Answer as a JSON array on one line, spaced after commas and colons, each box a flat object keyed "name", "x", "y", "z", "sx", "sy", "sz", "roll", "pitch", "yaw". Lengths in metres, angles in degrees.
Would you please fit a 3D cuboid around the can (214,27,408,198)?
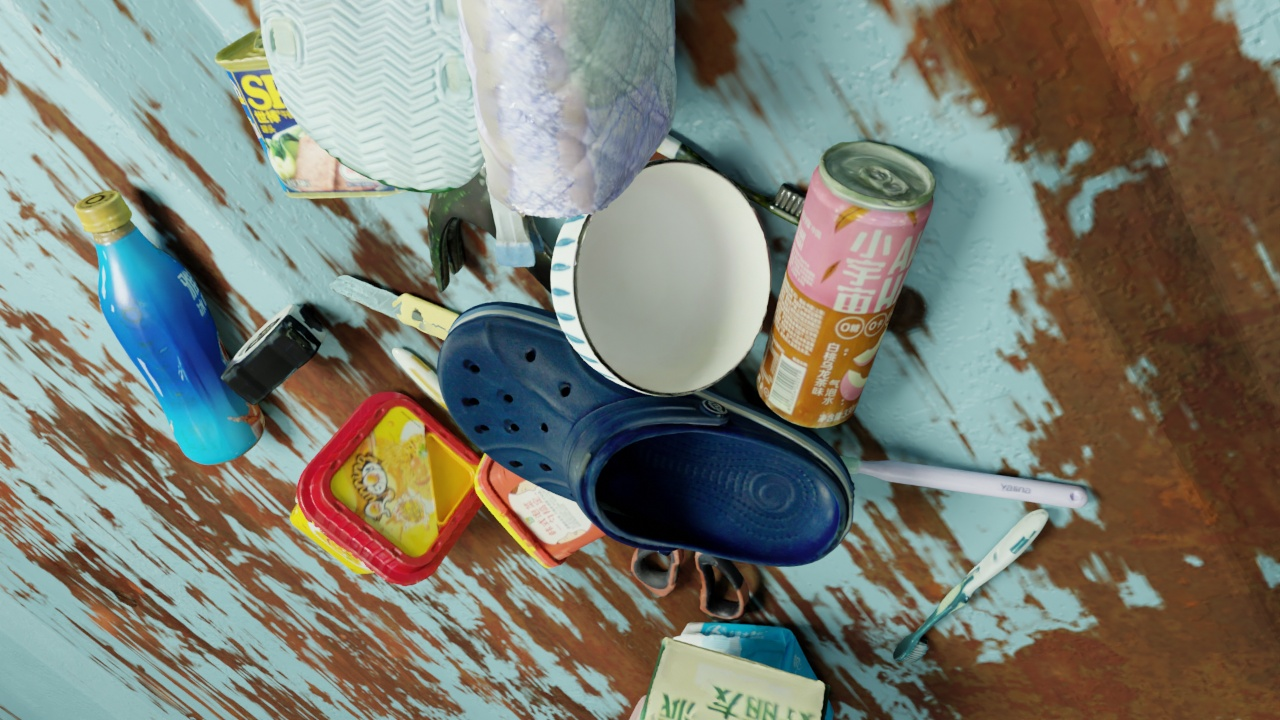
[{"name": "can", "x": -0.165, "y": -0.138, "z": 0.502, "sx": 0.102, "sy": 0.057, "sz": 0.083, "roll": 3, "pitch": 130, "yaw": 21}]

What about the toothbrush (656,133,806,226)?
[{"name": "toothbrush", "x": 0.007, "y": -0.118, "z": 0.473, "sx": 0.186, "sy": 0.012, "sz": 0.017, "roll": 28, "pitch": 128, "yaw": 0}]

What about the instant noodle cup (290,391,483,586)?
[{"name": "instant noodle cup", "x": -0.196, "y": 0.103, "z": 0.687, "sx": 0.116, "sy": 0.115, "sz": 0.124, "roll": 43, "pitch": 143, "yaw": -14}]

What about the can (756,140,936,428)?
[{"name": "can", "x": 0.101, "y": -0.034, "z": 0.470, "sx": 0.058, "sy": 0.057, "sz": 0.148, "roll": 17, "pitch": 133, "yaw": 10}]

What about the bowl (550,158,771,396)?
[{"name": "bowl", "x": 0.003, "y": -0.043, "z": 0.475, "sx": 0.116, "sy": 0.116, "sz": 0.066, "roll": 55, "pitch": 160, "yaw": -23}]

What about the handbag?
[{"name": "handbag", "x": -0.028, "y": -0.171, "z": 0.361, "sx": 0.076, "sy": 0.133, "sz": 0.194, "roll": 9, "pitch": 131, "yaw": 18}]

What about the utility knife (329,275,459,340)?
[{"name": "utility knife", "x": -0.118, "y": -0.017, "z": 0.614, "sx": 0.198, "sy": 0.020, "sz": 0.031, "roll": 26, "pitch": 128, "yaw": 7}]

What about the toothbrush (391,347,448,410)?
[{"name": "toothbrush", "x": -0.111, "y": 0.059, "z": 0.668, "sx": 0.016, "sy": 0.018, "sz": 0.191, "roll": -31, "pitch": 111, "yaw": 37}]

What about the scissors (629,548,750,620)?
[{"name": "scissors", "x": 0.021, "y": 0.122, "z": 0.642, "sx": 0.205, "sy": 0.015, "sz": 0.198, "roll": 41, "pitch": 142, "yaw": -20}]

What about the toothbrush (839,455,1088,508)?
[{"name": "toothbrush", "x": 0.165, "y": 0.067, "z": 0.541, "sx": 0.189, "sy": 0.029, "sz": 0.021, "roll": 7, "pitch": 175, "yaw": 9}]

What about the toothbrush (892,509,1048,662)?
[{"name": "toothbrush", "x": 0.216, "y": 0.155, "z": 0.607, "sx": 0.018, "sy": 0.016, "sz": 0.192, "roll": 18, "pitch": 134, "yaw": -4}]

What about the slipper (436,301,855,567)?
[{"name": "slipper", "x": -0.006, "y": 0.056, "z": 0.513, "sx": 0.253, "sy": 0.095, "sz": 0.105, "roll": 22, "pitch": 114, "yaw": 5}]

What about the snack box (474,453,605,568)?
[{"name": "snack box", "x": -0.054, "y": 0.084, "z": 0.625, "sx": 0.080, "sy": 0.081, "sz": 0.091, "roll": -26, "pitch": 113, "yaw": 26}]

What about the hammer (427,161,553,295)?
[{"name": "hammer", "x": -0.003, "y": 0.003, "z": 0.566, "sx": 0.126, "sy": 0.031, "sz": 0.323, "roll": -28, "pitch": 113, "yaw": 38}]

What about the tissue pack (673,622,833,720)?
[{"name": "tissue pack", "x": 0.089, "y": 0.254, "z": 0.707, "sx": 0.090, "sy": 0.063, "sz": 0.140, "roll": -6, "pitch": 132, "yaw": 30}]

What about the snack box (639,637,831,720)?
[{"name": "snack box", "x": 0.058, "y": 0.291, "z": 0.662, "sx": 0.114, "sy": 0.063, "sz": 0.241, "roll": 13, "pitch": 139, "yaw": 10}]

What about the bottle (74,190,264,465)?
[{"name": "bottle", "x": -0.345, "y": -0.020, "z": 0.673, "sx": 0.065, "sy": 0.065, "sz": 0.219, "roll": 6, "pitch": 130, "yaw": 19}]

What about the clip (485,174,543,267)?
[{"name": "clip", "x": -0.068, "y": -0.079, "z": 0.491, "sx": 0.026, "sy": 0.041, "sz": 0.058, "roll": 7, "pitch": 129, "yaw": 20}]

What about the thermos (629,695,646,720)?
[{"name": "thermos", "x": 0.080, "y": 0.365, "z": 0.814, "sx": 0.198, "sy": 0.067, "sz": 0.087, "roll": 24, "pitch": 163, "yaw": 3}]

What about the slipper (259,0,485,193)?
[{"name": "slipper", "x": -0.107, "y": -0.199, "z": 0.405, "sx": 0.104, "sy": 0.074, "sz": 0.246, "roll": 8, "pitch": 111, "yaw": 2}]

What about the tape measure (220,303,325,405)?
[{"name": "tape measure", "x": -0.253, "y": -0.008, "z": 0.643, "sx": 0.066, "sy": 0.066, "sz": 0.033, "roll": -36, "pitch": 113, "yaw": 12}]
